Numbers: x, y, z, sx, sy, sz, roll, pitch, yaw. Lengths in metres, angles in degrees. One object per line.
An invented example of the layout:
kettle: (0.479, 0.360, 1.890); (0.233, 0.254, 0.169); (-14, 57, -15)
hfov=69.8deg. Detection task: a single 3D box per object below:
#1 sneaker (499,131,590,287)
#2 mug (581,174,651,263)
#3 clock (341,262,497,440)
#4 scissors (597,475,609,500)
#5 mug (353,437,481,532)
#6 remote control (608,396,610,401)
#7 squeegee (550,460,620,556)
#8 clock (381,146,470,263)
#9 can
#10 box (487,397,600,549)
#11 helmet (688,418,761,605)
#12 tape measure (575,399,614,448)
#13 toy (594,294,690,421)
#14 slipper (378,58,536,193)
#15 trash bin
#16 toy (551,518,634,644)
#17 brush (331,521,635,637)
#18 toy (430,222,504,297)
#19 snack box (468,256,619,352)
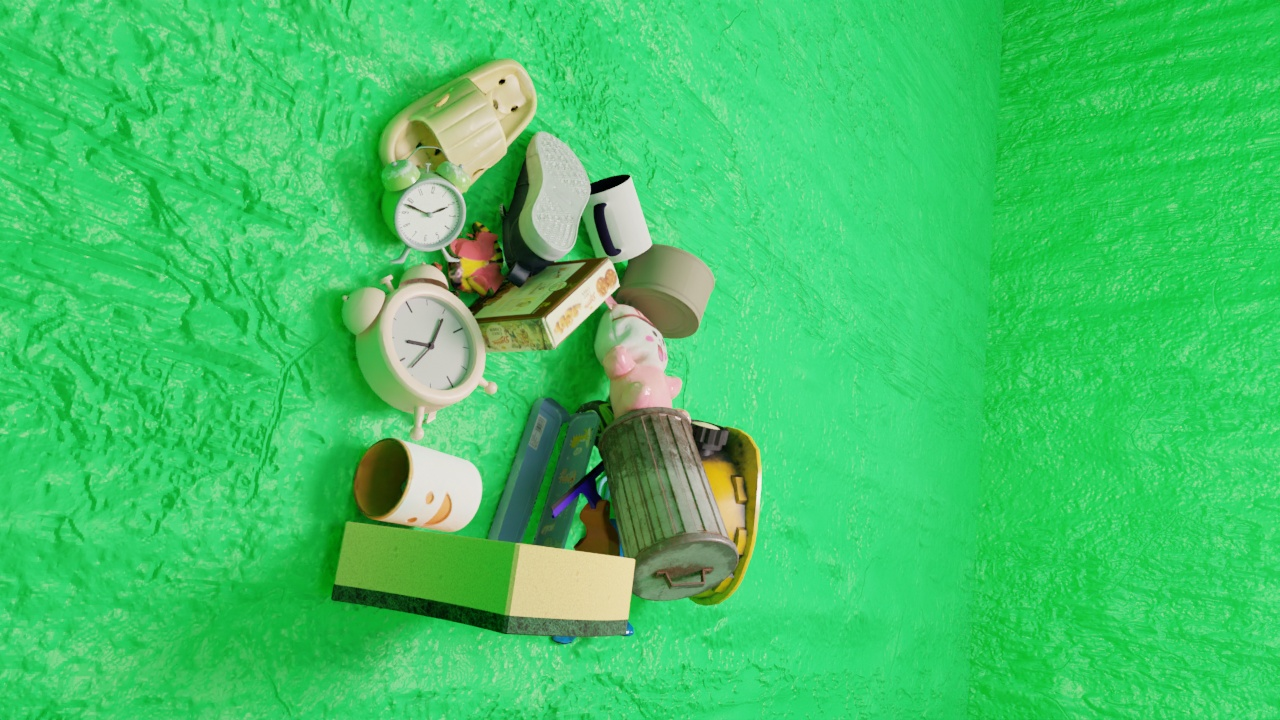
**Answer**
sneaker: (-0.123, -0.185, 1.109); (0.089, 0.088, 0.235); (34, 37, -27)
mug: (-0.038, -0.183, 1.218); (0.111, 0.079, 0.097); (-71, 145, -62)
clock: (-0.236, -0.012, 0.961); (0.130, 0.086, 0.160); (-36, 109, -50)
scissors: (-0.034, 0.145, 1.275); (0.119, 0.015, 0.139); (-41, 124, -42)
mug: (-0.228, 0.131, 0.948); (0.105, 0.082, 0.082); (27, 67, -52)
remote control: (-0.005, 0.098, 1.321); (0.033, 0.015, 0.147); (-59, 134, -37)
squeegee: (-0.052, 0.232, 1.123); (0.249, 0.055, 0.185); (-32, 122, -74)
clock: (-0.227, -0.165, 0.961); (0.094, 0.042, 0.119); (-5, 119, -36)
can: (0.033, -0.094, 1.283); (0.128, 0.128, 0.073); (48, 52, -43)
box: (-0.110, 0.148, 1.121); (0.072, 0.079, 0.209); (46, 54, -48)
helmet: (0.056, 0.210, 1.272); (0.131, 0.205, 0.255); (10, 96, -30)
tape measure: (-0.053, 0.082, 1.212); (0.035, 0.066, 0.059); (-9, 120, -54)
toy: (-0.007, 0.007, 1.214); (0.142, 0.084, 0.212); (37, 29, -44)
slipper: (-0.181, -0.263, 1.034); (0.260, 0.079, 0.111); (-54, 133, -41)
trash bin: (0.029, 0.174, 1.085); (0.131, 0.131, 0.210); (43, 23, -45)
toy: (-0.047, 0.295, 1.215); (0.112, 0.071, 0.176); (28, 66, -39)
brush: (-0.151, 0.216, 0.908); (0.195, 0.251, 0.075); (26, 68, -56)
toy: (-0.189, -0.113, 1.048); (0.084, 0.046, 0.103); (54, 42, -21)
snack box: (-0.121, -0.064, 1.050); (0.142, 0.147, 0.041); (-49, 128, -44)
